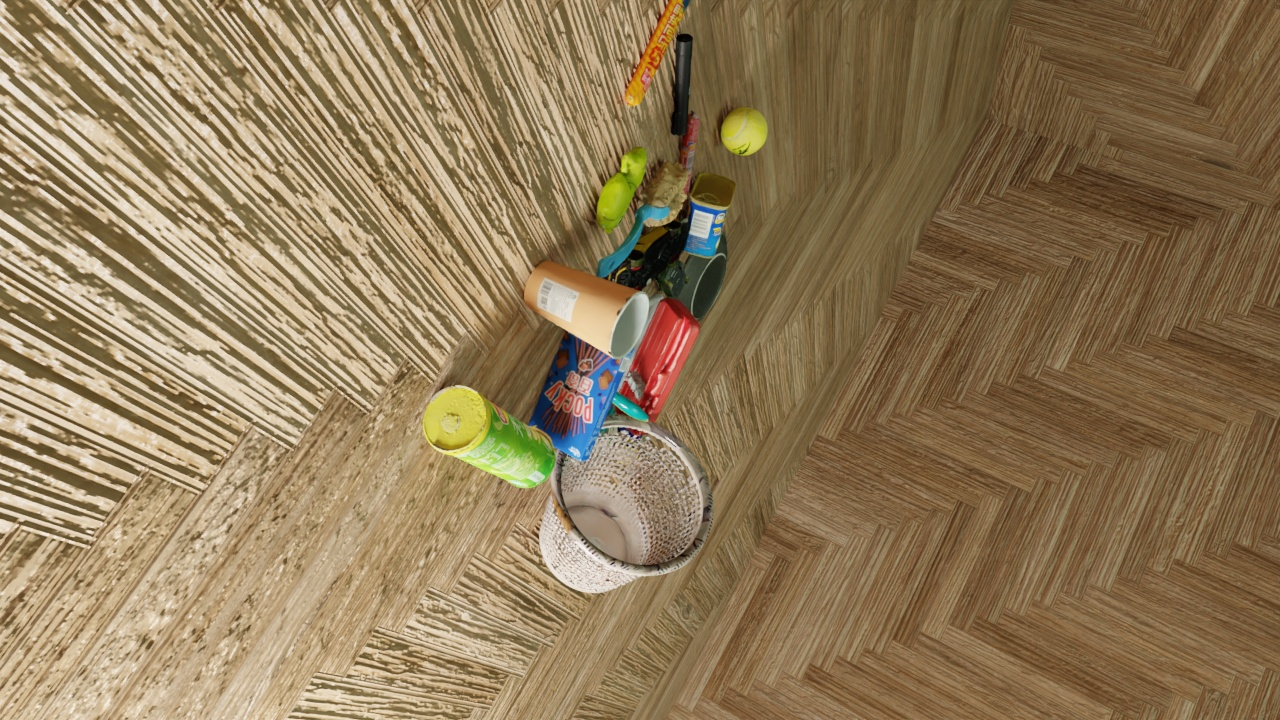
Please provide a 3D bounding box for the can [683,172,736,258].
[{"bbox_3d":[0.093,-0.203,1.281,0.101,0.057,0.083,-70,174,-54],"label":"can"}]

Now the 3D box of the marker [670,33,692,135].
[{"bbox_3d":[0.049,-0.331,1.109,0.022,0.020,0.132,-22,144,-19],"label":"marker"}]

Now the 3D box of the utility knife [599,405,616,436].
[{"bbox_3d":[-0.026,0.047,1.342,0.029,0.013,0.165,-26,144,-58],"label":"utility knife"}]

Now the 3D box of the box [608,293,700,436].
[{"bbox_3d":[-0.011,0.006,1.247,0.098,0.095,0.202,0,128,-36],"label":"box"}]

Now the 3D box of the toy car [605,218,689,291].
[{"bbox_3d":[0.011,-0.136,1.206,0.155,0.041,0.071,-42,150,-36],"label":"toy car"}]

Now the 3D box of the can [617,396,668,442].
[{"bbox_3d":[0.013,0.052,1.398,0.148,0.049,0.074,-64,171,4],"label":"can"}]

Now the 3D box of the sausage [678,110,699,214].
[{"bbox_3d":[0.060,-0.259,1.215,0.020,0.020,0.156,-45,153,-41],"label":"sausage"}]

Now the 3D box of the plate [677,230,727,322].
[{"bbox_3d":[0.102,-0.122,1.467,0.179,0.024,0.180,-50,156,-33],"label":"plate"}]

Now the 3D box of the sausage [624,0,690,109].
[{"bbox_3d":[0.021,-0.351,1.012,0.165,0.021,0.021,-65,159,0],"label":"sausage"}]

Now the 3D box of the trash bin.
[{"bbox_3d":[-0.041,0.217,1.254,0.226,0.227,0.193,-46,174,-40],"label":"trash bin"}]

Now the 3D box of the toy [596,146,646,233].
[{"bbox_3d":[-0.024,-0.197,1.066,0.100,0.031,0.097,-57,166,-25],"label":"toy"}]

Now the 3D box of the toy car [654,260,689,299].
[{"bbox_3d":[0.044,-0.117,1.313,0.043,0.036,0.091,-62,158,-11],"label":"toy car"}]

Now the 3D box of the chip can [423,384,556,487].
[{"bbox_3d":[-0.159,0.090,1.013,0.072,0.072,0.221,-61,159,-9],"label":"chip can"}]

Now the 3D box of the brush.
[{"bbox_3d":[0.002,-0.165,1.104,0.253,0.046,0.083,-57,168,-50],"label":"brush"}]

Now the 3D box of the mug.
[{"bbox_3d":[-0.062,-0.060,1.001,0.078,0.123,0.078,-51,155,-34],"label":"mug"}]

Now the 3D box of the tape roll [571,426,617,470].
[{"bbox_3d":[-0.067,0.121,1.335,0.085,0.014,0.086,-40,150,-29],"label":"tape roll"}]

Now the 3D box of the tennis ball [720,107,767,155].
[{"bbox_3d":[0.145,-0.321,1.285,0.065,0.065,0.066,-50,155,-34],"label":"tennis ball"}]

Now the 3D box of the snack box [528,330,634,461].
[{"bbox_3d":[-0.075,0.037,1.135,0.026,0.084,0.157,1,113,-68],"label":"snack box"}]

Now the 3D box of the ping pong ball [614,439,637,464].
[{"bbox_3d":[-0.022,0.144,1.449,0.040,0.040,0.040,-50,155,-34],"label":"ping pong ball"}]

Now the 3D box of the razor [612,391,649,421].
[{"bbox_3d":[-0.038,0.041,1.218,0.132,0.028,0.043,40,67,-24],"label":"razor"}]
